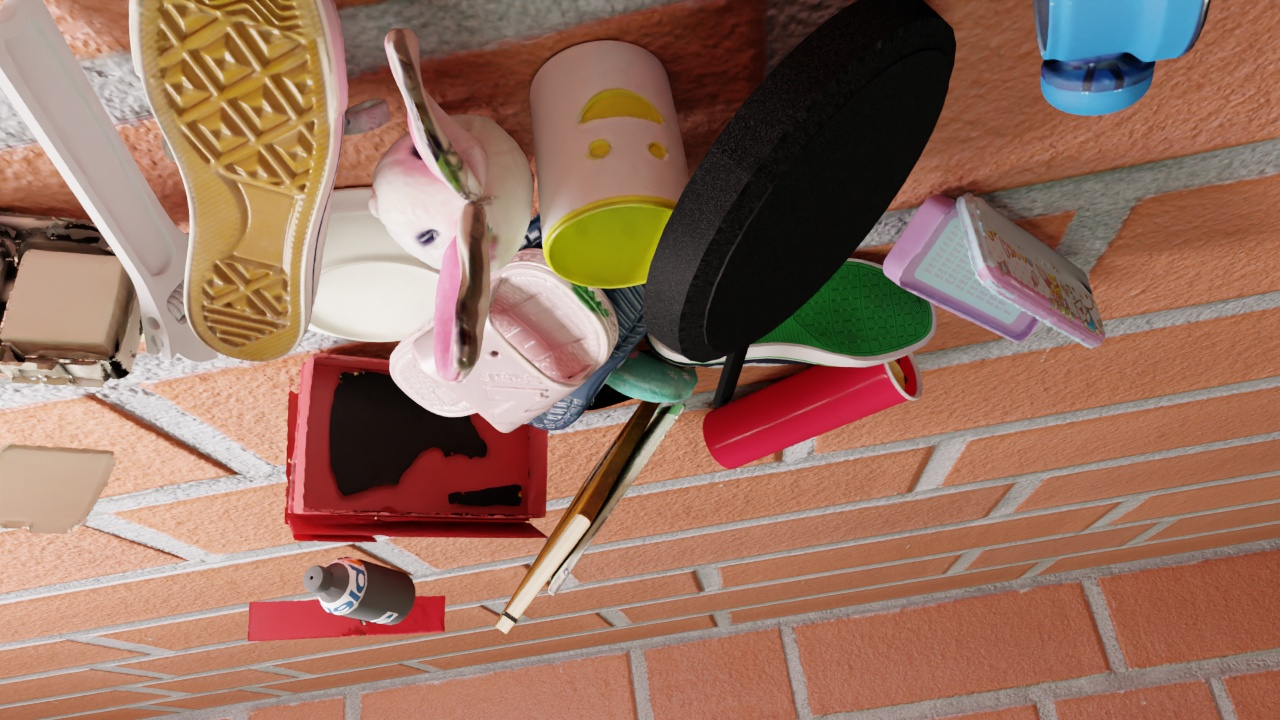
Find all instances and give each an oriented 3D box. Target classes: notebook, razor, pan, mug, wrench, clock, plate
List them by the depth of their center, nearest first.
[{"bbox_3d":[0.204,-0.176,0.403,0.060,0.116,0.161,-5,153,18],"label":"clock"},{"bbox_3d":[-0.270,-0.093,0.490,0.018,0.086,0.274,15,144,11],"label":"wrench"},{"bbox_3d":[-0.016,-0.104,0.496,0.082,0.106,0.083,-7,155,-4],"label":"mug"},{"bbox_3d":[0.086,-0.055,0.558,0.224,0.034,0.357,-38,158,-25],"label":"pan"},{"bbox_3d":[-0.181,-0.053,0.640,0.182,0.034,0.182,-7,156,-3],"label":"plate"},{"bbox_3d":[-0.021,0.007,0.815,0.151,0.067,0.054,-9,127,-30],"label":"razor"},{"bbox_3d":[-0.048,0.124,0.836,0.014,0.248,0.179,35,122,0],"label":"notebook"},{"bbox_3d":[-0.024,0.114,0.839,0.010,0.182,0.252,35,175,0],"label":"notebook"}]

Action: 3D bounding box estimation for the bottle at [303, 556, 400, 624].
[{"bbox_3d":[-0.228,0.186,0.745,0.047,0.047,0.112,-16,152,17],"label":"bottle"}]

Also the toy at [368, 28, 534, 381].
[{"bbox_3d":[-0.097,-0.086,0.486,0.084,0.159,0.194,-9,-165,-5],"label":"toy"}]

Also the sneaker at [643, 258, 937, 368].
[{"bbox_3d":[0.118,-0.032,0.743,0.235,0.084,0.079,-2,172,-8],"label":"sneaker"}]

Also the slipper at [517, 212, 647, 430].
[{"bbox_3d":[-0.045,-0.042,0.647,0.105,0.095,0.254,32,141,-3],"label":"slipper"}]

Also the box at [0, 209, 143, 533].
[{"bbox_3d":[-0.370,0.011,0.529,0.143,0.191,0.069,4,154,-11],"label":"box"}]

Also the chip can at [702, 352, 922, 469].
[{"bbox_3d":[0.167,0.045,0.925,0.221,0.069,0.069,-27,150,36],"label":"chip can"}]

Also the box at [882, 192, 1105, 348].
[{"bbox_3d":[0.286,-0.066,0.713,0.214,0.077,0.096,16,177,-42],"label":"box"}]

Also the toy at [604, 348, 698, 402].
[{"bbox_3d":[-0.004,0.004,0.752,0.105,0.085,0.033,23,109,4],"label":"toy"}]

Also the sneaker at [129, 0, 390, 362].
[{"bbox_3d":[-0.188,-0.111,0.456,0.118,0.087,0.242,10,130,-11],"label":"sneaker"}]

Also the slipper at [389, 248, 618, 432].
[{"bbox_3d":[-0.104,0.005,0.610,0.094,0.064,0.240,42,143,-21],"label":"slipper"}]

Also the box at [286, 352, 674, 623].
[{"bbox_3d":[-0.135,0.080,0.680,0.213,0.153,0.326,6,-178,-26],"label":"box"}]

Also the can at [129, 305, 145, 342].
[{"bbox_3d":[-0.315,-0.042,0.617,0.080,0.038,0.038,-20,153,23],"label":"can"}]
